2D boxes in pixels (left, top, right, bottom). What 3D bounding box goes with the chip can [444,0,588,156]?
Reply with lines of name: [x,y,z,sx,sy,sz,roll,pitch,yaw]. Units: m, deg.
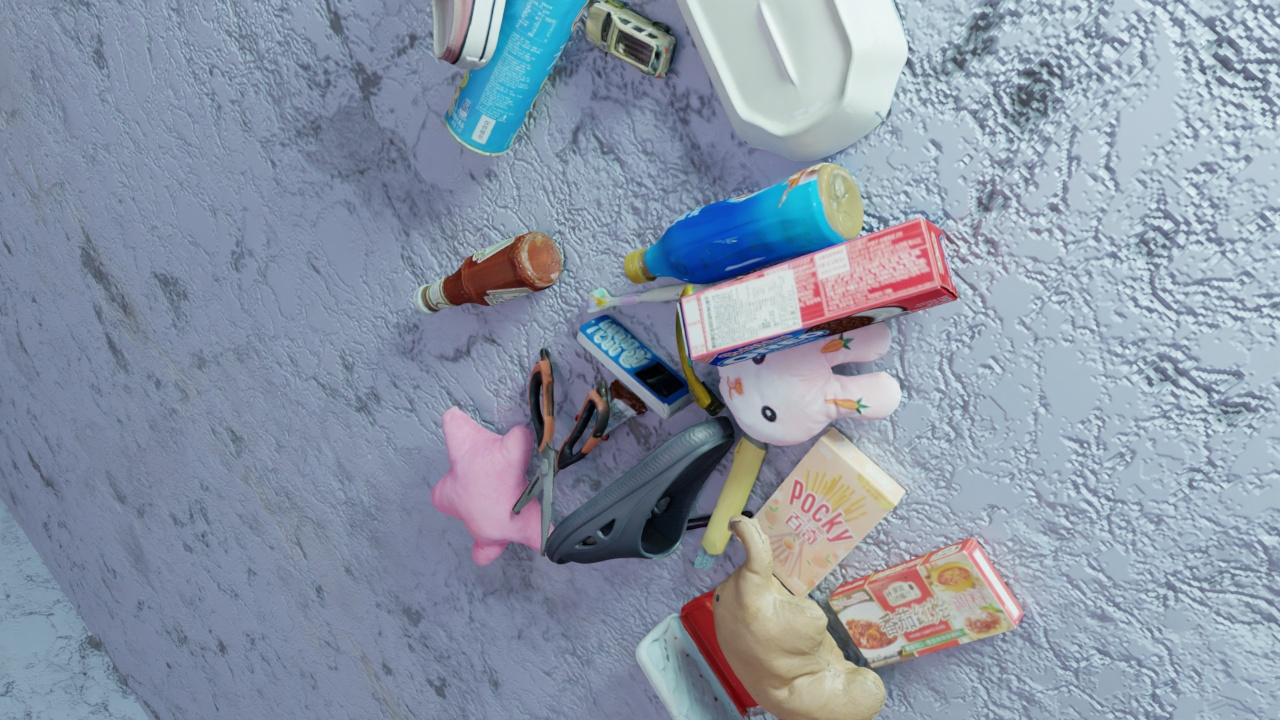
chip can: [-0.106,-0.282,0.819,0.071,0.071,0.211,50,132,10]

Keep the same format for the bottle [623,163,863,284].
bottle: [0.073,-0.101,0.758,0.219,0.065,0.065,-13,101,41]

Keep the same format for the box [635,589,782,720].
box: [0.093,0.339,0.917,0.095,0.100,0.201,-37,86,42]

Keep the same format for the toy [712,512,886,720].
toy: [0.123,0.246,0.839,0.144,0.082,0.226,-28,101,42]

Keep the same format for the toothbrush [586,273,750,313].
toothbrush: [0.025,-0.063,0.846,0.190,0.029,0.020,-4,149,39]

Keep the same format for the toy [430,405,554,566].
toy: [-0.184,0.144,1.066,0.179,0.074,0.194,-11,99,29]

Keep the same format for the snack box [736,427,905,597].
snack box: [0.158,0.140,0.824,0.084,0.026,0.158,43,130,15]

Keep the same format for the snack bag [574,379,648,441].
snack bag: [-0.031,0.053,0.921,0.045,0.026,0.106,43,144,-4]

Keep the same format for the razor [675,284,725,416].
razor: [0.047,-0.010,0.813,0.043,0.028,0.133,-125,18,-50]

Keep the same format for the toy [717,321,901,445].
toy: [0.135,0.009,0.769,0.160,0.054,0.121,-10,94,34]

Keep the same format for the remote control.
remote control: [-0.005,0.005,0.881,0.125,0.048,0.024,41,131,18]

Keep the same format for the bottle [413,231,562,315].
bottle: [-0.169,-0.083,0.967,0.207,0.059,0.060,-13,101,42]

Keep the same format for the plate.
plate: [0.092,-0.278,0.686,0.162,0.034,0.266,-19,97,42]

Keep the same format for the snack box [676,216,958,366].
snack box: [0.131,-0.048,0.709,0.208,0.057,0.058,-17,76,31]

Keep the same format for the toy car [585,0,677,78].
toy car: [-0.012,-0.272,0.773,0.090,0.035,0.042,37,127,24]

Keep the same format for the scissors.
scissors: [-0.088,0.093,0.949,0.189,0.015,0.225,-9,80,54]

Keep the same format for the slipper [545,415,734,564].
slipper: [0.004,0.152,0.891,0.269,0.110,0.083,-44,71,37]

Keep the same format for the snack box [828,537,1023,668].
snack box: [0.241,0.211,0.789,0.153,0.025,0.075,-36,86,43]

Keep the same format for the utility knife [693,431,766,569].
utility knife: [0.084,0.139,0.883,0.031,0.019,0.179,33,117,26]

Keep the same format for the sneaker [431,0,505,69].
sneaker: [-0.153,-0.369,0.761,0.118,0.087,0.241,14,96,58]

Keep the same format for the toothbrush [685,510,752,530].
toothbrush: [0.039,0.170,0.945,0.189,0.016,0.014,-19,104,39]
